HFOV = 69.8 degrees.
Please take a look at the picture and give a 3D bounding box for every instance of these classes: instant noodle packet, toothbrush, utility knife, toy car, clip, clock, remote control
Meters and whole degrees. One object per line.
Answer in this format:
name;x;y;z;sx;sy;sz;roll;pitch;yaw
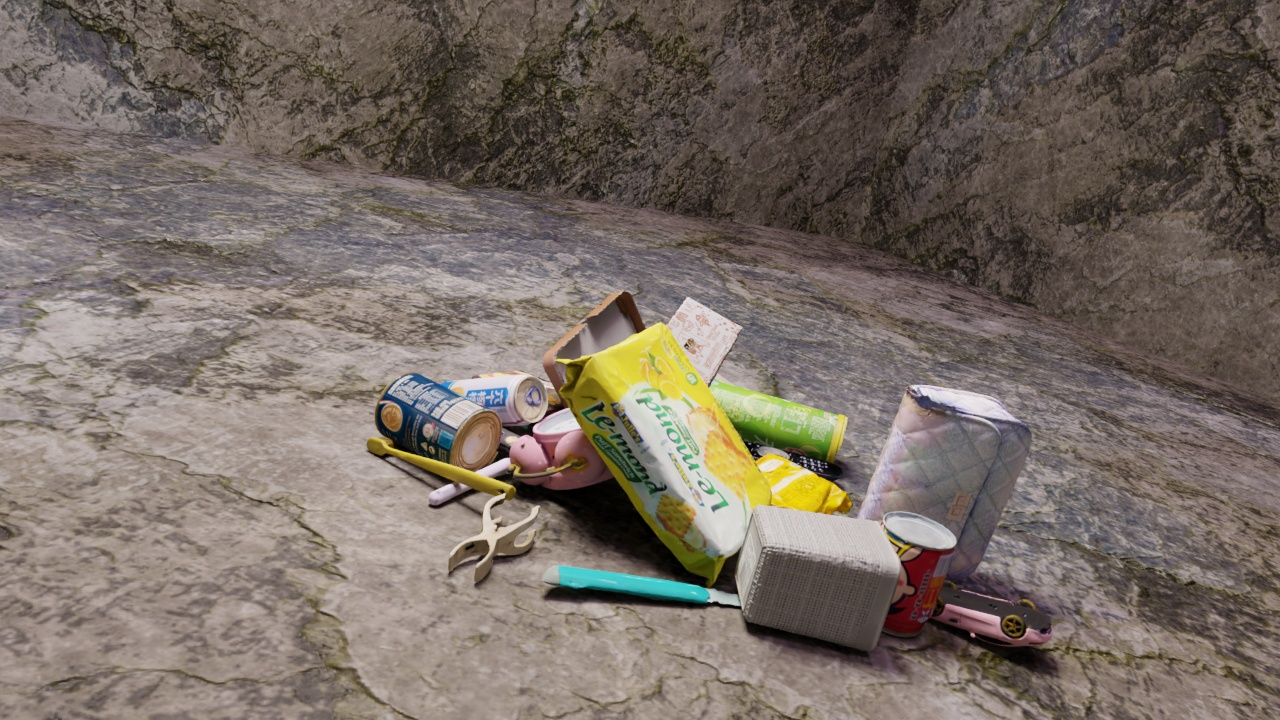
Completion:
instant noodle packet;0.157;0.148;0.995;0.111;0.044;0.128;31;27;30
toothbrush;-0.147;0.113;0.926;0.029;0.021;0.188;23;21;25
utility knife;0.015;0.196;0.782;0.207;0.013;0.029;12;19;-16
toy car;0.313;0.235;0.845;0.122;0.037;0.056;9;8;34
toothbrush;-0.194;0.102;0.885;0.190;0.016;0.016;13;12;31
clip;-0.137;0.149;0.794;0.083;0.035;0.104;27;30;31
clock;-0.065;0.089;0.928;0.117;0.060;0.158;-6;16;35
remote control;0.176;0.126;1.112;0.136;0.024;0.053;14;18;6

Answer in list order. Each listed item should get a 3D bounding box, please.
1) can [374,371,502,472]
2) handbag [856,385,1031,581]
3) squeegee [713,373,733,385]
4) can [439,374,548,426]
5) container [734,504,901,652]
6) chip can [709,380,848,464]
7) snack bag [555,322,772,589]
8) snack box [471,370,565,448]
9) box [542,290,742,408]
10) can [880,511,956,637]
can;-0.205;0.065;0.937;0.111;0.075;0.075;23;19;28
handbag;0.294;0.125;0.909;0.134;0.194;0.075;9;20;-11
squeegee;0.057;0.001;1.328;0.246;0.039;0.247;32;-8;-30
can;-0.165;0.045;0.985;0.135;0.053;0.053;-5;3;37
container;0.147;0.183;0.790;0.114;0.090;0.090;12;17;-5
chip can;0.147;0.075;1.176;0.221;0.073;0.072;16;17;10
snack bag;0.028;0.082;0.879;0.246;0.068;0.157;56;30;3
snack box;-0.137;0.057;1.074;0.113;0.053;0.125;22;13;26
box;-0.008;0.006;1.068;0.178;0.153;0.181;32;40;5
can;0.237;0.192;0.823;0.066;0.094;0.066;11;17;-4
